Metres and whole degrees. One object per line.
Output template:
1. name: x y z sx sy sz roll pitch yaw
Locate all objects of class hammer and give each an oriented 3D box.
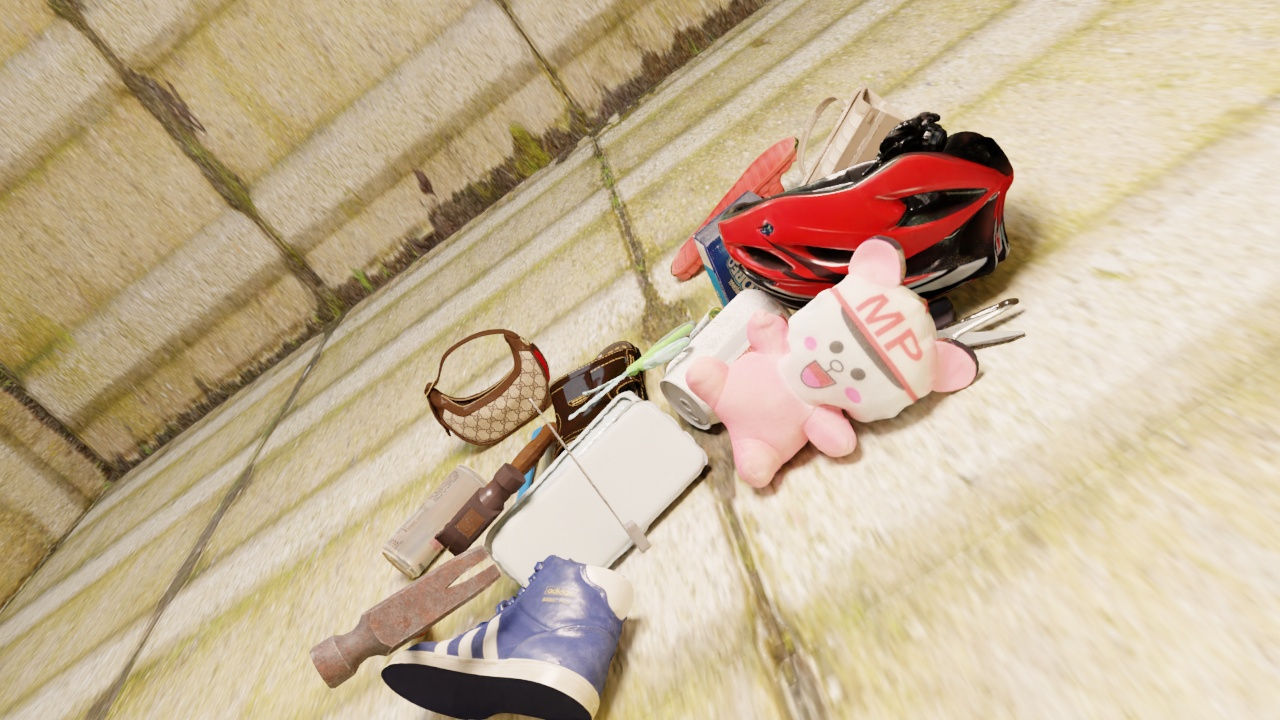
1. hammer: -0.190 0.217 0.786 0.137 0.035 0.315 -31 -8 -17
2. hammer: -0.130 0.116 0.956 0.115 0.033 0.322 -48 1 13

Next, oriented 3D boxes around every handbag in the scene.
1. handbag: -0.205 0.033 1.217 0.167 0.138 0.063 -35 20 10
2. handbag: 0.218 -0.244 1.072 0.197 0.062 0.176 -94 27 -54

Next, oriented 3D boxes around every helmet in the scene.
1. helmet: 0.202 -0.127 0.849 0.273 0.167 0.216 -6 15 38

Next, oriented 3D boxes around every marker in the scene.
1. marker: 0.070 -0.035 1.012 0.017 0.017 0.147 -42 -3 -12

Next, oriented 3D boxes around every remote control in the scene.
1. remote control: 0.223 -0.019 0.827 0.125 0.009 0.046 -27 24 25

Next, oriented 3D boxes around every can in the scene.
1. can: -0.236 0.187 1.069 0.135 0.054 0.054 -48 24 -27
2. can: 0.089 -0.002 0.910 0.136 0.078 0.078 -45 22 -18

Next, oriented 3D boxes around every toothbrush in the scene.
1. toothbrush: -0.129 0.132 1.075 0.016 0.014 0.166 -29 27 20
2. toothbrush: -0.040 0.096 0.769 0.010 0.181 0.010 -39 26 -12

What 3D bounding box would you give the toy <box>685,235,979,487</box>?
1. toy: 0.150 0.007 0.752 0.214 0.142 0.084 -36 -17 23

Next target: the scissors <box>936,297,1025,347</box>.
1. scissors: 0.217 -0.005 0.786 0.187 0.015 0.179 -48 34 -4

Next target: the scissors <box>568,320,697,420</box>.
1. scissors: -0.005 0.007 0.930 0.171 0.023 0.168 -40 14 -17

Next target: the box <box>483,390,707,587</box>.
1. box: -0.031 0.139 0.843 0.125 0.107 0.215 28 68 39

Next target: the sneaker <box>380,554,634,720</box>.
1. sneaker: -0.106 0.219 0.747 0.234 0.091 0.118 -17 34 41

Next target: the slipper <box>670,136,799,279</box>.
1. slipper: 0.140 -0.196 1.257 0.249 0.059 0.103 -47 19 19

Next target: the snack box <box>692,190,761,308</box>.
1. snack box: 0.113 -0.110 1.009 0.082 0.150 0.027 -43 53 -7

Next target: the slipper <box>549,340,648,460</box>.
1. slipper: -0.050 0.041 1.042 0.113 0.076 0.267 -30 22 20
